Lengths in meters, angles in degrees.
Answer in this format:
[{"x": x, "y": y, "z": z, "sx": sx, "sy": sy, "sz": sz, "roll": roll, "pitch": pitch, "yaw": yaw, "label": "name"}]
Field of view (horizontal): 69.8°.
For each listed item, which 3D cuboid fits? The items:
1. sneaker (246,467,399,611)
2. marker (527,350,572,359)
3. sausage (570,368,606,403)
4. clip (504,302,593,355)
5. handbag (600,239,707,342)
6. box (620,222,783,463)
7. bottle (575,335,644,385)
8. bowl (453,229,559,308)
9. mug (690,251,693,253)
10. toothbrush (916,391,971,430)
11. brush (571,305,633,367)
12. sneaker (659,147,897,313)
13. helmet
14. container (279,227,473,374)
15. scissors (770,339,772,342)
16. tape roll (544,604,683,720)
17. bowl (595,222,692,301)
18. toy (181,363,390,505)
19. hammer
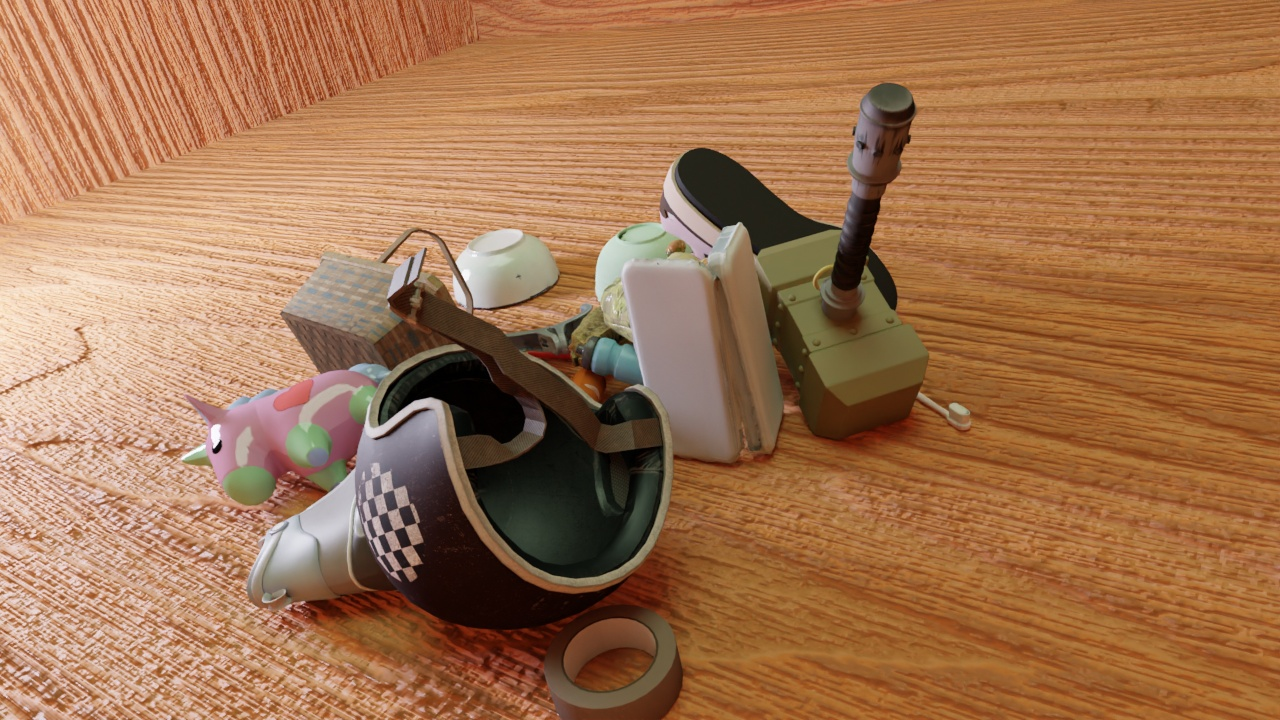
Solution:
[{"x": -0.264, "y": 0.127, "z": 0.850, "sx": 0.160, "sy": 0.093, "sz": 0.256, "roll": -18, "pitch": 27, "yaw": 6, "label": "sneaker"}, {"x": -0.070, "y": -0.006, "z": 1.078, "sx": 0.142, "sy": 0.013, "sz": 0.012, "roll": 4, "pitch": 32, "yaw": 26, "label": "marker"}, {"x": -0.060, "y": 0.058, "z": 0.932, "sx": 0.044, "sy": 0.039, "sz": 0.164, "roll": 0, "pitch": 29, "yaw": 2, "label": "sausage"}, {"x": -0.096, "y": -0.042, "z": 1.115, "sx": 0.164, "sy": 0.031, "sz": 0.169, "roll": -28, "pitch": 22, "yaw": -38, "label": "clip"}, {"x": 0.037, "y": -0.064, "z": 0.946, "sx": 0.113, "sy": 0.117, "sz": 0.186, "roll": 11, "pitch": 12, "yaw": -31, "label": "handbag"}, {"x": 0.070, "y": -0.018, "z": 0.843, "sx": 0.130, "sy": 0.211, "sz": 0.105, "roll": 5, "pitch": 31, "yaw": 26, "label": "box"}, {"x": -0.006, "y": 0.006, "z": 0.962, "sx": 0.130, "sy": 0.040, "sz": 0.040, "roll": 17, "pitch": 34, "yaw": 7, "label": "bottle"}, {"x": -0.197, "y": -0.138, "z": 1.303, "sx": 0.153, "sy": 0.073, "sz": 0.153, "roll": -9, "pitch": 28, "yaw": 5, "label": "bowl"}, {"x": 0.088, "y": -0.093, "z": 1.107, "sx": 0.110, "sy": 0.081, "sz": 0.117, "roll": -34, "pitch": 35, "yaw": -28, "label": "mug"}, {"x": 0.257, "y": 0.022, "z": 0.897, "sx": 0.015, "sy": 0.018, "sz": 0.181, "roll": -19, "pitch": 29, "yaw": -17, "label": "toothbrush"}, {"x": -0.031, "y": -0.040, "z": 1.075, "sx": 0.059, "sy": 0.043, "sz": 0.194, "roll": 3, "pitch": 23, "yaw": 22, "label": "brush"}, {"x": 0.143, "y": -0.110, "z": 1.033, "sx": 0.294, "sy": 0.117, "sz": 0.111, "roll": 31, "pitch": 59, "yaw": -2, "label": "sneaker"}, {"x": -0.099, "y": 0.079, "z": 0.679, "sx": 0.232, "sy": 0.233, "sz": 0.254, "roll": -3, "pitch": -15, "yaw": -40, "label": "helmet"}, {"x": -0.289, "y": -0.059, "z": 1.114, "sx": 0.250, "sy": 0.158, "sz": 0.185, "roll": 15, "pitch": 50, "yaw": 39, "label": "container"}, {"x": 0.120, "y": -0.014, "z": 1.026, "sx": 0.136, "sy": 0.015, "sz": 0.055, "roll": -33, "pitch": 33, "yaw": -23, "label": "scissors"}, {"x": -0.019, "y": 0.215, "z": 0.642, "sx": 0.094, "sy": 0.030, "sz": 0.093, "roll": -9, "pitch": 29, "yaw": 5, "label": "tape roll"}, {"x": 0.007, "y": -0.135, "z": 1.214, "sx": 0.151, "sy": 0.077, "sz": 0.150, "roll": -9, "pitch": 28, "yaw": 5, "label": "bowl"}, {"x": -0.352, "y": 0.064, "z": 0.957, "sx": 0.171, "sy": 0.120, "sz": 0.221, "roll": 30, "pitch": 60, "yaw": 34, "label": "toy"}, {"x": 0.181, "y": -0.094, "z": 0.777, "sx": 0.100, "sy": 0.325, "sz": 0.190, "roll": -17, "pitch": 57, "yaw": -9, "label": "hammer"}]
